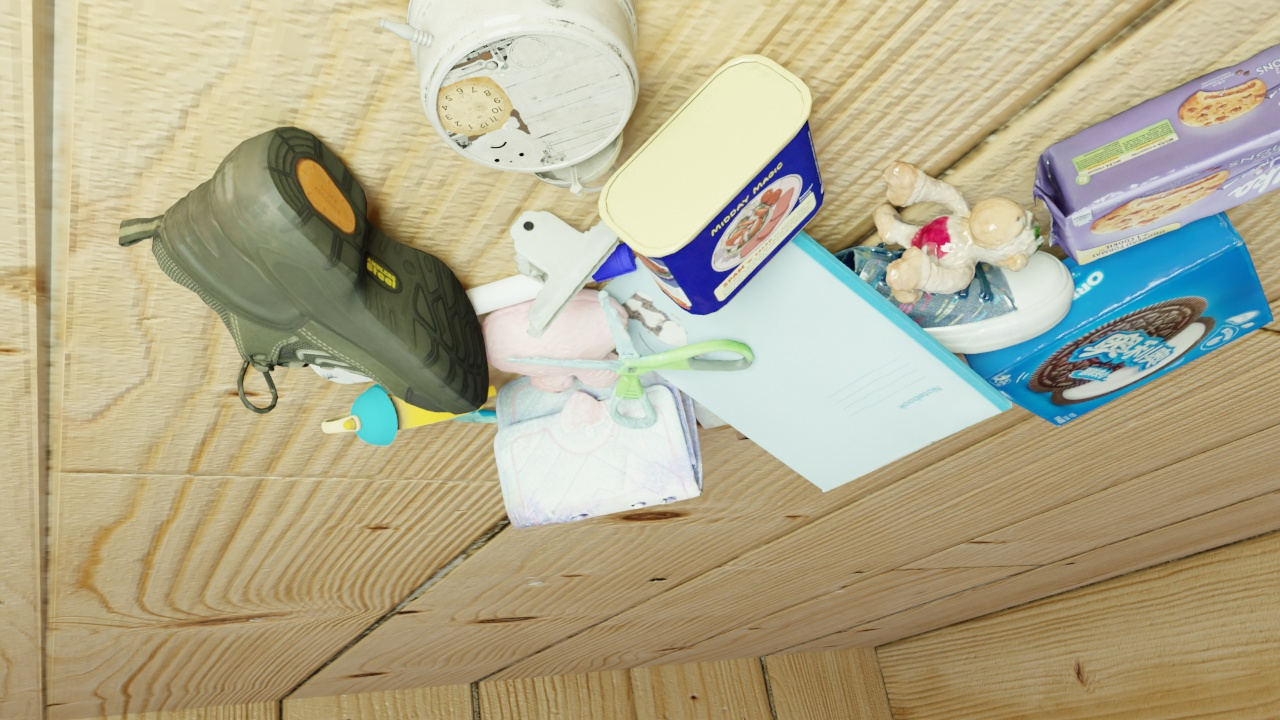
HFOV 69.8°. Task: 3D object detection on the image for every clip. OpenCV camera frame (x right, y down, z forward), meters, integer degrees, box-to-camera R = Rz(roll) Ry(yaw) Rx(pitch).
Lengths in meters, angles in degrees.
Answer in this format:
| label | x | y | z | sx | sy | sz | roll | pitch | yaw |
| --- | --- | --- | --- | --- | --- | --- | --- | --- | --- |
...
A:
| label | x | y | z | sx | sy | sz | roll | pitch | yaw |
| --- | --- | --- | --- | --- | --- | --- | --- | --- | --- |
| clip | -0.052 | -0.061 | 0.560 | 0.055 | 0.101 | 0.045 | 31 | 155 | 17 |

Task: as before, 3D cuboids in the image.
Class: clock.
| label | x | y | z | sx | sy | sz | roll | pitch | yaw |
| --- | --- | --- | --- | --- | --- | --- | --- | --- | --- |
| clock | -0.177 | 0.036 | 0.704 | 0.129 | 0.043 | 0.099 | -13 | -176 | -12 |
| clock | -0.043 | -0.119 | 0.426 | 0.103 | 0.061 | 0.157 | -15 | 153 | 12 |

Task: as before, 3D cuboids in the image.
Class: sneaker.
| label | x | y | z | sx | sy | sz | roll | pitch | yaw |
| --- | --- | --- | --- | --- | --- | --- | --- | --- | --- |
| sneaker | 0.182 | -0.053 | 0.649 | 0.236 | 0.087 | 0.079 | -8 | 137 | 9 |
| sneaker | -0.192 | -0.019 | 0.531 | 0.143 | 0.101 | 0.238 | -18 | 146 | 13 |

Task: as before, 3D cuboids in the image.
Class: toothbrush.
| label | x | y | z | sx | sy | sz | roll | pitch | yaw |
| --- | --- | --- | --- | --- | --- | --- | --- | --- | --- |
| toothbrush | -0.128 | 0.048 | 0.807 | 0.135 | 0.017 | 0.022 | 5 | 155 | -29 |

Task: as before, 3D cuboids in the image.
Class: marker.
| label | x | y | z | sx | sy | sz | roll | pitch | yaw |
| --- | --- | --- | --- | --- | --- | --- | --- | --- | --- |
| marker | -0.073 | -0.050 | 0.614 | 0.142 | 0.020 | 0.020 | -15 | 155 | 12 |

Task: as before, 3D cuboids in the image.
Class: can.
| label | x | y | z | sx | sy | sz | roll | pitch | yaw |
| --- | --- | --- | --- | --- | --- | --- | --- | --- | --- |
| can | 0.044 | -0.087 | 0.489 | 0.116 | 0.056 | 0.092 | -45 | 154 | -1 |

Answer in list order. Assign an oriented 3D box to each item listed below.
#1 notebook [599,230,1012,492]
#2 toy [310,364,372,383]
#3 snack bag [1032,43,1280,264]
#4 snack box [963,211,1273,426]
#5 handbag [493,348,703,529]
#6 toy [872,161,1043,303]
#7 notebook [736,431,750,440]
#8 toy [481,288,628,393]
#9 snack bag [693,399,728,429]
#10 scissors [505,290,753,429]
| label | x | y | z | sx | sy | sz | roll | pitch | yaw |
| --- | --- | --- | --- | --- | --- | --- | --- | --- | --- |
| notebook | 0.101 | -0.003 | 0.641 | 0.253 | 0.009 | 0.182 | 35 | 138 | -15 |
| toy | -0.199 | -0.005 | 0.644 | 0.122 | 0.038 | 0.079 | 15 | 158 | -33 |
| snack bag | 0.343 | -0.130 | 0.549 | 0.206 | 0.058 | 0.096 | -23 | 155 | 22 |
| snack box | 0.386 | -0.030 | 0.740 | 0.196 | 0.056 | 0.238 | -34 | 149 | 28 |
| handbag | -0.035 | 0.062 | 0.740 | 0.159 | 0.126 | 0.069 | -14 | 153 | 14 |
| toy | 0.201 | -0.072 | 0.574 | 0.106 | 0.085 | 0.074 | 1 | 154 | 3 |
| notebook | 0.211 | 0.041 | 0.863 | 0.141 | 0.008 | 0.210 | -2 | 163 | -40 |
| toy | -0.056 | -0.009 | 0.656 | 0.108 | 0.053 | 0.105 | -10 | 145 | 9 |
| snack bag | 0.151 | 0.011 | 0.804 | 0.225 | 0.041 | 0.077 | -16 | 157 | 10 |
| scissors | -0.007 | 0.006 | 0.629 | 0.171 | 0.023 | 0.173 | 2 | 151 | -11 |
